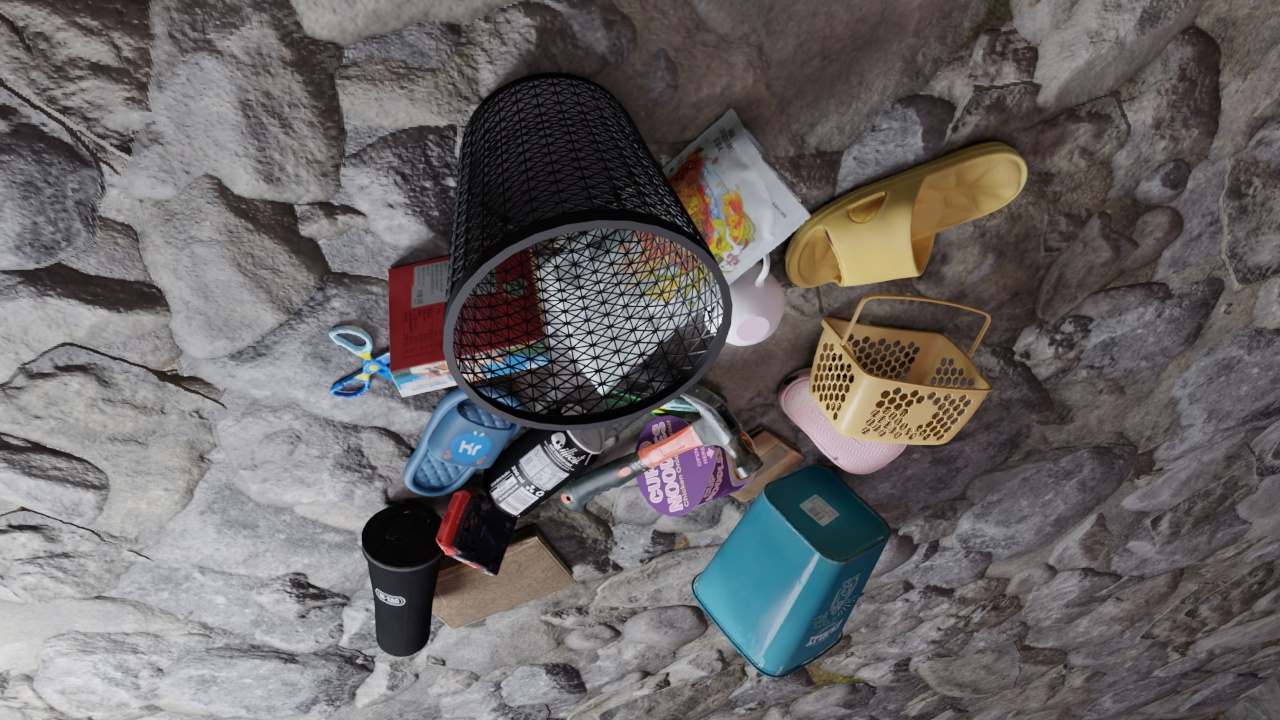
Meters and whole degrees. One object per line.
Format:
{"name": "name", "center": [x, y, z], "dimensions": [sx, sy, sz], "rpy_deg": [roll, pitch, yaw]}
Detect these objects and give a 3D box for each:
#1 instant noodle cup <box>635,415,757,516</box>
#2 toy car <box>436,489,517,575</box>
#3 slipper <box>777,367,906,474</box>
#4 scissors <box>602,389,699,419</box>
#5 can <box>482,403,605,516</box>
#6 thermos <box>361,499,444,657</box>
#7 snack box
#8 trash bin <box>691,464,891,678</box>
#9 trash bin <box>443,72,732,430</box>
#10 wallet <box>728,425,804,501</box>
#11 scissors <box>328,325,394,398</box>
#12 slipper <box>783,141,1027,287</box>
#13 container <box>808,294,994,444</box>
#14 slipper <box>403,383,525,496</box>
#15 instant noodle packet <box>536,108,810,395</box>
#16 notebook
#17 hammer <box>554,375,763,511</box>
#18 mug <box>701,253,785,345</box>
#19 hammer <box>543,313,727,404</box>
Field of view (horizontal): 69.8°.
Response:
{"name": "instant noodle cup", "center": [0.083, 0.125, 1.146], "dimensions": [0.121, 0.121, 0.137], "rpy_deg": [0, 162, -45]}
{"name": "toy car", "center": [-0.207, 0.221, 1.170], "dimensions": [0.056, 0.081, 0.189], "rpy_deg": [15, 162, 16]}
{"name": "slipper", "center": [0.267, 0.075, 1.196], "dimensions": [0.221, 0.055, 0.107], "rpy_deg": [36, 118, -29]}
{"name": "scissors", "center": [0.017, 0.052, 1.100], "dimensions": [0.129, 0.012, 0.117], "rpy_deg": [20, 160, -39]}
{"name": "can", "center": [-0.119, 0.122, 1.114], "dimensions": [0.146, 0.080, 0.080], "rpy_deg": [-39, 133, 22]}
{"name": "thermos", "center": [-0.311, 0.296, 1.209], "dimensions": [0.105, 0.105, 0.219], "rpy_deg": [0, 128, -16]}
{"name": "snack box", "center": [-0.166, -0.044, 0.877], "dimensions": [0.145, 0.142, 0.040], "rpy_deg": [-13, 138, -2]}
{"name": "trash bin", "center": [0.220, 0.286, 1.299], "dimensions": [0.196, 0.199, 0.219], "rpy_deg": [-14, 138, -41]}
{"name": "trash bin", "center": [-0.060, -0.104, 0.766], "dimensions": [0.217, 0.242, 0.217], "rpy_deg": [-8, 138, -8]}
{"name": "wallet", "center": [0.152, 0.143, 1.259], "dimensions": [0.121, 0.026, 0.098], "rpy_deg": [-39, 131, 24]}
{"name": "scissors", "center": [-0.292, 0.003, 0.991], "dimensions": [0.125, 0.013, 0.130], "rpy_deg": [-26, 139, 14]}
{"name": "slipper", "center": [0.277, -0.139, 0.952], "dimensions": [0.264, 0.078, 0.099], "rpy_deg": [-24, 135, 10]}
{"name": "container", "center": [0.309, 0.003, 1.072], "dimensions": [0.183, 0.129, 0.167], "rpy_deg": [7, 120, -22]}
{"name": "slipper", "center": [-0.208, 0.103, 1.089], "dimensions": [0.103, 0.059, 0.214], "rpy_deg": [15, 131, -32]}
{"name": "instant noodle packet", "center": [0.018, -0.102, 0.872], "dimensions": [0.270, 0.147, 0.057], "rpy_deg": [-39, 162, 18]}
{"name": "notebook", "center": [-0.225, 0.306, 1.318], "dimensions": [0.215, 0.034, 0.190], "rpy_deg": [-22, 136, 7]}
{"name": "hammer", "center": [-0.003, 0.123, 1.107], "dimensions": [0.334, 0.133, 0.033], "rpy_deg": [-33, -178, 45]}
{"name": "mug", "center": [0.114, -0.072, 0.977], "dimensions": [0.090, 0.076, 0.124], "rpy_deg": [1, 136, -17]}
{"name": "hammer", "center": [-0.006, 0.006, 1.044], "dimensions": [0.125, 0.029, 0.310], "rpy_deg": [-20, 148, 40]}
